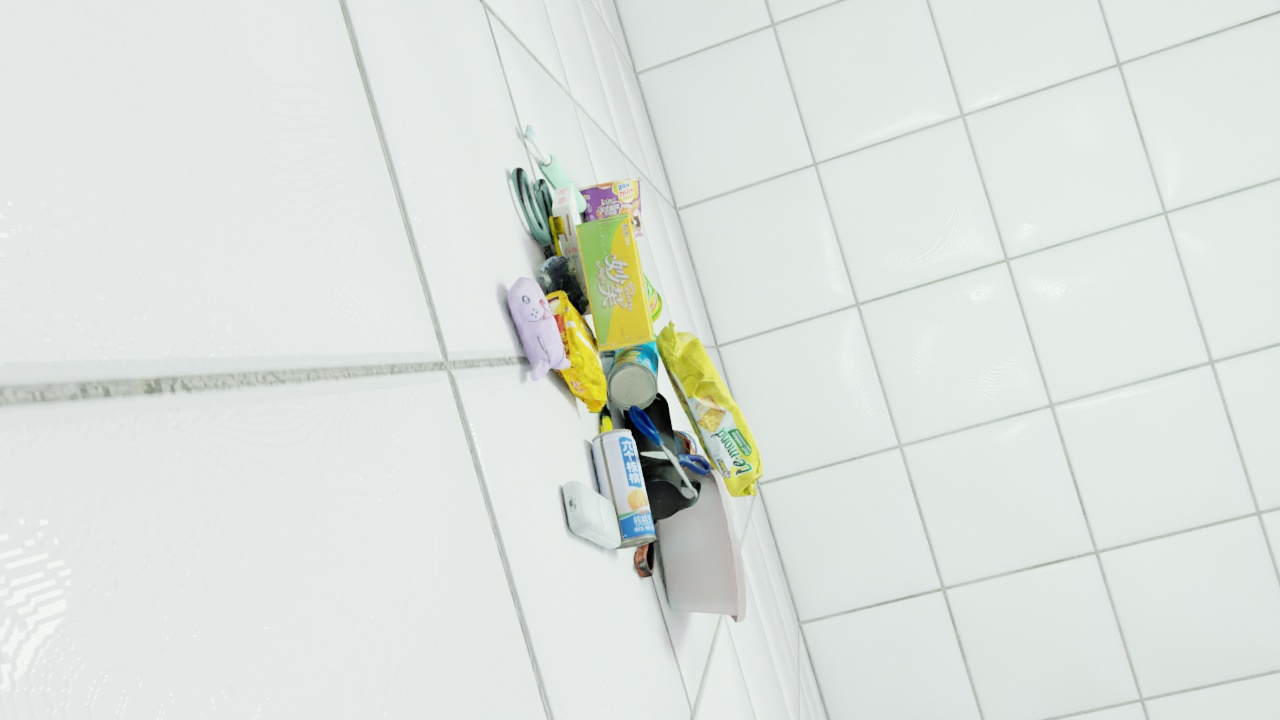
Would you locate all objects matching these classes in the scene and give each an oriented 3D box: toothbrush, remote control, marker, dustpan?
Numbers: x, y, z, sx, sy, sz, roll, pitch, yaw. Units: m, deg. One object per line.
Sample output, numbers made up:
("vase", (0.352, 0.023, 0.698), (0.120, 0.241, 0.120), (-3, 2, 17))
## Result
("toothbrush", (-0.123, -0.269, 1.313), (0.224, 0.026, 0.027), (48, 49, -68))
("remote control", (-0.052, 0.168, 0.988), (0.136, 0.020, 0.055), (50, 24, -66))
("marker", (-0.046, 0.072, 1.206), (0.124, 0.015, 0.018), (-98, 168, -54))
("toothbrush", (-0.089, -0.089, 1.161), (0.015, 0.017, 0.190), (-47, 127, -76))
("dustpan", (0.119, 0.258, 1.312), (0.272, 0.139, 0.222), (-16, 97, -66))

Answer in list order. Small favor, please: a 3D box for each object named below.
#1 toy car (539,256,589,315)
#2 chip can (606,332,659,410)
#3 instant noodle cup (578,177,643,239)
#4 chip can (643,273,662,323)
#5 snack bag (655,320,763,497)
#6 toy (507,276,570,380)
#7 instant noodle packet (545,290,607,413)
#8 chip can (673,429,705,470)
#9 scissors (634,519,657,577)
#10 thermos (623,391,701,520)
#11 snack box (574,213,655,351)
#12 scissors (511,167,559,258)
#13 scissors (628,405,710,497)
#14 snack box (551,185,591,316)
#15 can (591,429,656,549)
("toy car", (-0.095, -0.087, 1.118), (0.034, 0.043, 0.091), (44, -19, 48))
("chip can", (-0.008, 0.008, 1.326), (0.210, 0.071, 0.071), (-81, 153, -74))
("instant noodle cup", (-0.045, -0.240, 1.497), (0.111, 0.112, 0.099), (-53, 135, -78))
("chip can", (-0.022, -0.123, 1.496), (0.221, 0.073, 0.072), (49, 26, -68))
("snack bag", (0.100, 0.069, 1.317), (0.247, 0.068, 0.158), (63, -2, -38))
("toy", (-0.110, -0.034, 0.952), (0.083, 0.039, 0.108), (-34, 108, -68))
("instant noodle packet", (-0.077, -0.009, 1.078), (0.128, 0.044, 0.110), (57, 20, -59))
("chip can", (0.054, 0.145, 1.473), (0.214, 0.071, 0.071), (25, 49, -76))
("scissors", (0.004, 0.213, 1.238), (0.226, 0.015, 0.188), (59, 17, -54))
("thermos", (0.026, 0.126, 1.240), (0.242, 0.090, 0.068), (-99, -155, -64))
("snack box", (-0.029, -0.095, 1.190), (0.210, 0.070, 0.157), (-19, 98, -87))
("scissors", (-0.124, -0.182, 1.180), (0.180, 0.019, 0.170), (-93, 163, -59))
("scissors", (0.039, 0.117, 1.153), (0.162, 0.012, 0.173), (29, 17, -42))
("snack box", (-0.087, -0.146, 1.228), (0.084, 0.027, 0.157), (-95, 173, -63))
("can", (-0.021, 0.152, 1.088), (0.053, 0.053, 0.134), (49, 26, -67))
